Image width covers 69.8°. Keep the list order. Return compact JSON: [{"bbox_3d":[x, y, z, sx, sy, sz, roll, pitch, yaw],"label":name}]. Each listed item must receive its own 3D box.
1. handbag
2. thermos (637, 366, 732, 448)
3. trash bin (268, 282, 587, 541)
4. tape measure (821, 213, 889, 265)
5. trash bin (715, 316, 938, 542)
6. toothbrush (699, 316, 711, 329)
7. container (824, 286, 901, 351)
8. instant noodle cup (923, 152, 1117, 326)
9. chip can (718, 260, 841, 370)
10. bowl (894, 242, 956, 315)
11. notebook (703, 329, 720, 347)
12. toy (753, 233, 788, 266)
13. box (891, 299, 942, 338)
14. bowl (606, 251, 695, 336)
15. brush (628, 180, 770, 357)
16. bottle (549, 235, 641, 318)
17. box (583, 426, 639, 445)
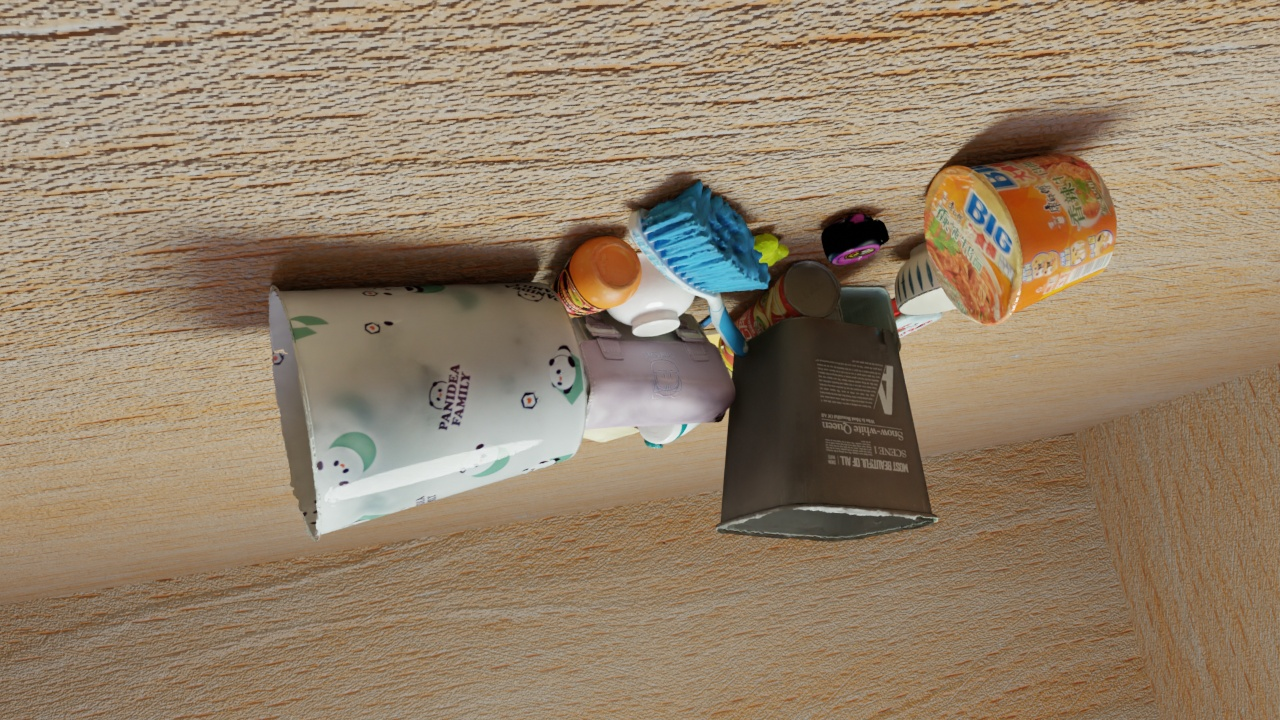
[{"bbox_3d":[-0.006,0.006,1.013,0.196,0.145,0.099,2,132,-35],"label":"handbag"},{"bbox_3d":[0.063,0.060,1.245,0.073,0.073,0.223,-19,-177,28],"label":"thermos"},{"bbox_3d":[-0.202,0.029,0.870,0.251,0.229,0.230,-10,166,-27],"label":"trash bin"},{"bbox_3d":[0.211,-0.123,0.919,0.057,0.039,0.057,-7,165,-33],"label":"tape measure"},{"bbox_3d":[0.201,0.082,1.031,0.198,0.219,0.199,9,161,-22],"label":"trash bin"},{"bbox_3d":[0.064,-0.028,1.212,0.014,0.016,0.190,-9,165,-27],"label":"toothbrush"},{"bbox_3d":[0.259,-0.035,1.185,0.089,0.090,0.112,-2,166,-29],"label":"container"},{"bbox_3d":[0.349,-0.118,0.843,0.111,0.151,0.151,-17,166,-9],"label":"instant noodle cup"},{"bbox_3d":[0.162,-0.047,1.103,0.073,0.073,0.217,-6,163,-18],"label":"chip can"},{"bbox_3d":[0.343,-0.100,1.040,0.116,0.066,0.116,-9,166,-2],"label":"bowl"},{"bbox_3d":[0.126,-0.014,1.316,0.145,0.010,0.207,-8,165,-12],"label":"notebook"},{"bbox_3d":[0.102,-0.100,0.942,0.100,0.031,0.096,-22,160,23],"label":"toy"},{"bbox_3d":[0.330,-0.037,1.305,0.086,0.047,0.202,0,161,-36],"label":"box"},{"bbox_3d":[0.010,-0.063,0.950,0.118,0.064,0.118,-10,166,-3],"label":"bowl"},{"bbox_3d":[0.080,-0.073,0.901,0.110,0.060,0.314,-12,154,29],"label":"brush"},{"bbox_3d":[-0.054,-0.072,0.890,0.066,0.066,0.150,-3,170,-27],"label":"bottle"},{"bbox_3d":[-0.065,0.092,1.446,0.091,0.077,0.168,-16,164,18],"label":"box"}]
